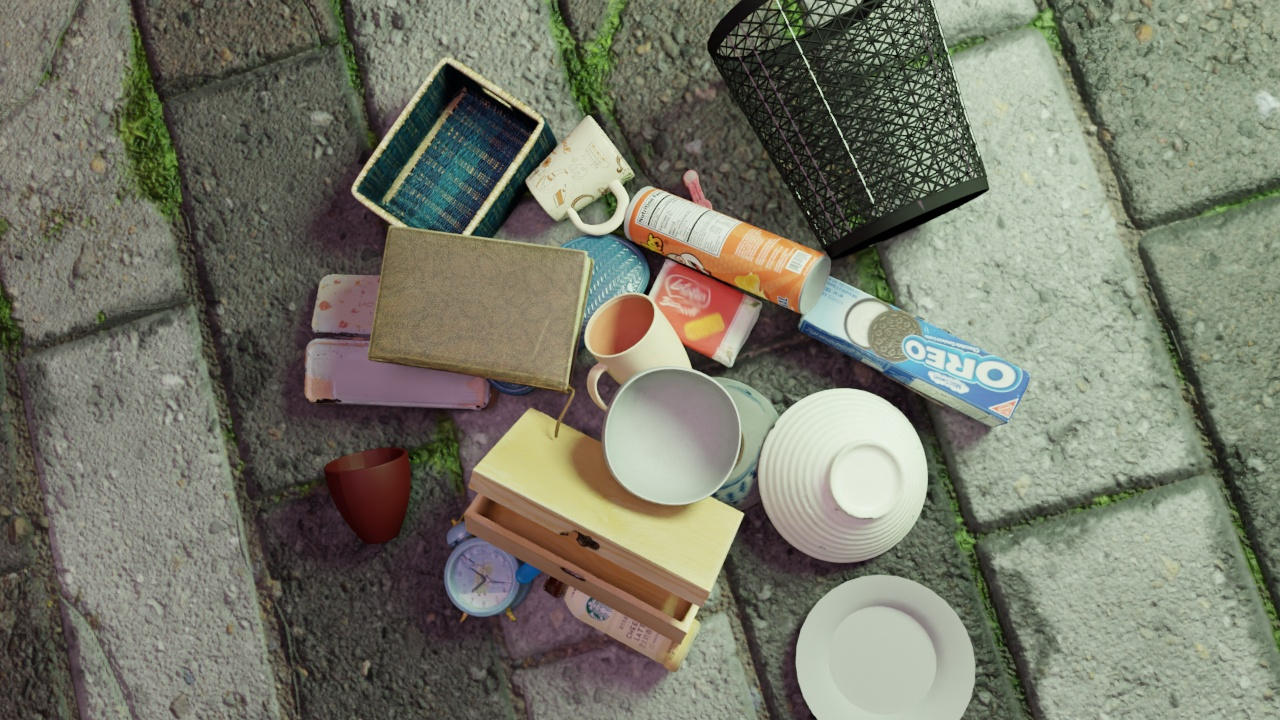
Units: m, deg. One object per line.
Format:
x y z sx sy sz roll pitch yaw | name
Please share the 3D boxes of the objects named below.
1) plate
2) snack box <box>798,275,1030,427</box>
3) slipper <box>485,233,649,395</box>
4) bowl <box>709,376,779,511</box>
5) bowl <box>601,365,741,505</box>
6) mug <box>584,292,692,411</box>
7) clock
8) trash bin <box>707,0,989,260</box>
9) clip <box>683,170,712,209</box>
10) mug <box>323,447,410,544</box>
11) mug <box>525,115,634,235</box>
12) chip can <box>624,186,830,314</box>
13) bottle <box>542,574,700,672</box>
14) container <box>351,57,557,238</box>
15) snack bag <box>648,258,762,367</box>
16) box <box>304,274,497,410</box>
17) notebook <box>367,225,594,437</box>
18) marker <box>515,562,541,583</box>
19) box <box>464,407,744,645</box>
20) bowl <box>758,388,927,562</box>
0.244 0.302 0.920 0.173 0.019 0.172 -1 83 7 | plate
0.274 -0.009 0.933 0.226 0.059 0.059 29 84 10 | snack box
-0.085 -0.051 0.981 0.213 0.059 0.104 -44 84 -5 | slipper
0.076 0.087 0.948 0.151 0.057 0.150 -1 84 7 | bowl
0.028 0.072 0.888 0.132 0.064 0.132 0 88 -5 | bowl
-0.006 0.005 0.935 0.085 0.104 0.111 25 72 47 | mug
-0.161 0.212 0.968 0.089 0.051 0.124 -3 83 9 | clock
0.213 -0.243 0.900 0.217 0.217 0.243 -23 88 4 | trash bin
0.063 -0.178 1.002 0.022 0.038 0.059 -18 83 8 | clip
-0.296 0.148 0.988 0.114 0.086 0.088 -1 102 34 | mug
-0.058 -0.186 0.987 0.097 0.081 0.122 -37 72 9 | mug
0.086 -0.115 0.939 0.210 0.062 0.062 26 87 26 | chip can
-0.021 0.256 0.942 0.162 0.056 0.056 27 87 10 | bottle
-0.202 -0.213 1.011 0.145 0.071 0.187 35 89 10 | container
0.062 -0.050 0.976 0.116 0.036 0.077 26 88 9 | snack bag
-0.261 -0.024 1.020 0.217 0.058 0.154 2 85 8 | box
-0.164 -0.034 0.936 0.215 0.034 0.190 8 85 4 | notebook
-0.082 0.188 0.955 0.122 0.015 0.018 -39 90 -26 | marker
-0.033 0.149 0.907 0.249 0.123 0.140 27 60 9 | box
0.210 0.115 0.900 0.177 0.071 0.177 0 87 -6 | bowl
